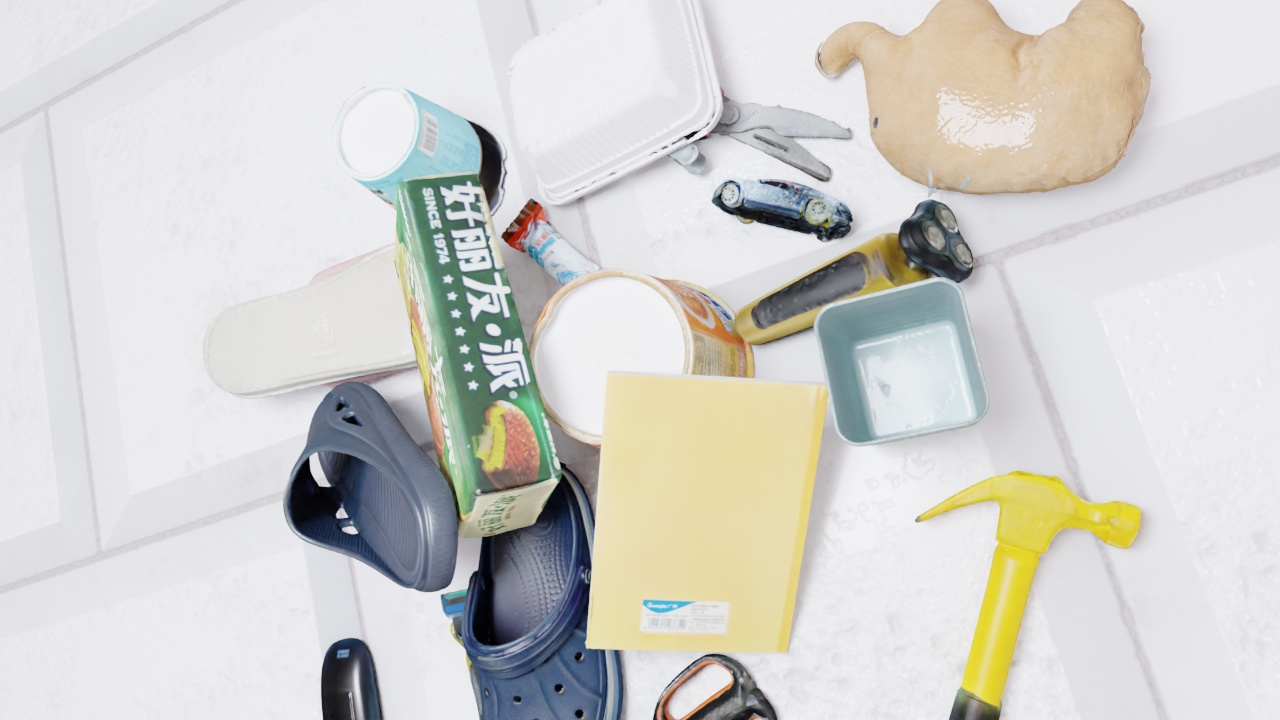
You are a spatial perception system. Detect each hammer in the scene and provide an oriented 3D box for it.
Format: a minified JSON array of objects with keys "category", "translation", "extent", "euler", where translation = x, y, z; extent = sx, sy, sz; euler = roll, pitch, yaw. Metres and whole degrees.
[{"category":"hammer","translation":[0.219,0.217,0.593],"extent":[0.129,0.032,0.300],"euler":[14,88,22]}]

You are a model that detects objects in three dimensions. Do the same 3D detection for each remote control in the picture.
[{"category":"remote control","translation":[-0.240,0.301,0.760],"extent":[0.053,0.024,0.136],"euler":[-16,78,17]}]

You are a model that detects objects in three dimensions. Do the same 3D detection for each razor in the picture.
[{"category":"razor","translation":[-0.127,0.252,0.726],"extent":[0.042,0.022,0.142],"euler":[-8,81,-25]},{"category":"razor","translation":[0.144,-0.055,0.645],"extent":[0.168,0.067,0.062],"euler":[-24,74,23]}]

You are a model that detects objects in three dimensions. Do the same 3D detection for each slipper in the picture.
[{"category":"slipper","translation":[-0.219,0.090,0.687],"extent":[0.268,0.083,0.111],"euler":[25,114,52]},{"category":"slipper","translation":[-0.243,-0.033,0.787],"extent":[0.274,0.054,0.114],"euler":[-17,81,8]},{"category":"slipper","translation":[-0.077,0.197,0.677],"extent":[0.105,0.095,0.252],"euler":[-6,77,22]}]

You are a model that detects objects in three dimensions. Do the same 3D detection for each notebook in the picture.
[{"category":"notebook","translation":[0.041,0.107,0.613],"extent":[0.146,0.010,0.206],"euler":[3,109,-5]}]

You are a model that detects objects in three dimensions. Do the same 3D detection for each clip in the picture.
[{"category":"clip","translation":[0.028,-0.166,0.711],"extent":[0.057,0.028,0.024],"euler":[41,98,25]}]

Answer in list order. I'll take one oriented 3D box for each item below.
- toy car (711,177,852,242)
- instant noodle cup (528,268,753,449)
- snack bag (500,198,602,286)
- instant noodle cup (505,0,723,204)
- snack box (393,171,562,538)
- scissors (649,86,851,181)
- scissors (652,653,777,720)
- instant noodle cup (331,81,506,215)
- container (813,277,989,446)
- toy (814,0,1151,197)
[{"category":"toy car","translation":[0.103,-0.114,0.672],"extent":[0.106,0.049,0.031],"euler":[16,85,21]},{"category":"instant noodle cup","translation":[-0.004,0.004,0.663],"extent":[0.151,0.111,0.151],"euler":[-3,81,20]},{"category":"snack bag","translation":[-0.067,-0.083,0.745],"extent":[0.104,0.026,0.048],"euler":[47,112,20]},{"category":"instant noodle cup","translation":[-0.032,-0.214,0.711],"extent":[0.174,0.060,0.138],"euler":[-21,70,30]},{"category":"snack box","translation":[-0.123,-0.004,0.655],"extent":[0.063,0.115,0.240],"euler":[-10,69,-20]},{"category":"scissors","translation":[0.049,-0.188,0.722],"extent":[0.214,0.015,0.197],"euler":[-24,75,15]},{"category":"scissors","translation":[0.007,0.314,0.666],"extent":[0.125,0.021,0.235],"euler":[34,95,21]},{"category":"instant noodle cup","translation":[-0.185,-0.167,0.749],"extent":[0.111,0.120,0.111],"euler":[-3,82,20]},{"category":"container","translation":[0.173,0.008,0.596],"extent":[0.090,0.111,0.090],"euler":[-14,78,19]},{"category":"toy","translation":[0.219,-0.182,0.626],"extent":[0.226,0.082,0.143],"euler":[13,82,25]}]
